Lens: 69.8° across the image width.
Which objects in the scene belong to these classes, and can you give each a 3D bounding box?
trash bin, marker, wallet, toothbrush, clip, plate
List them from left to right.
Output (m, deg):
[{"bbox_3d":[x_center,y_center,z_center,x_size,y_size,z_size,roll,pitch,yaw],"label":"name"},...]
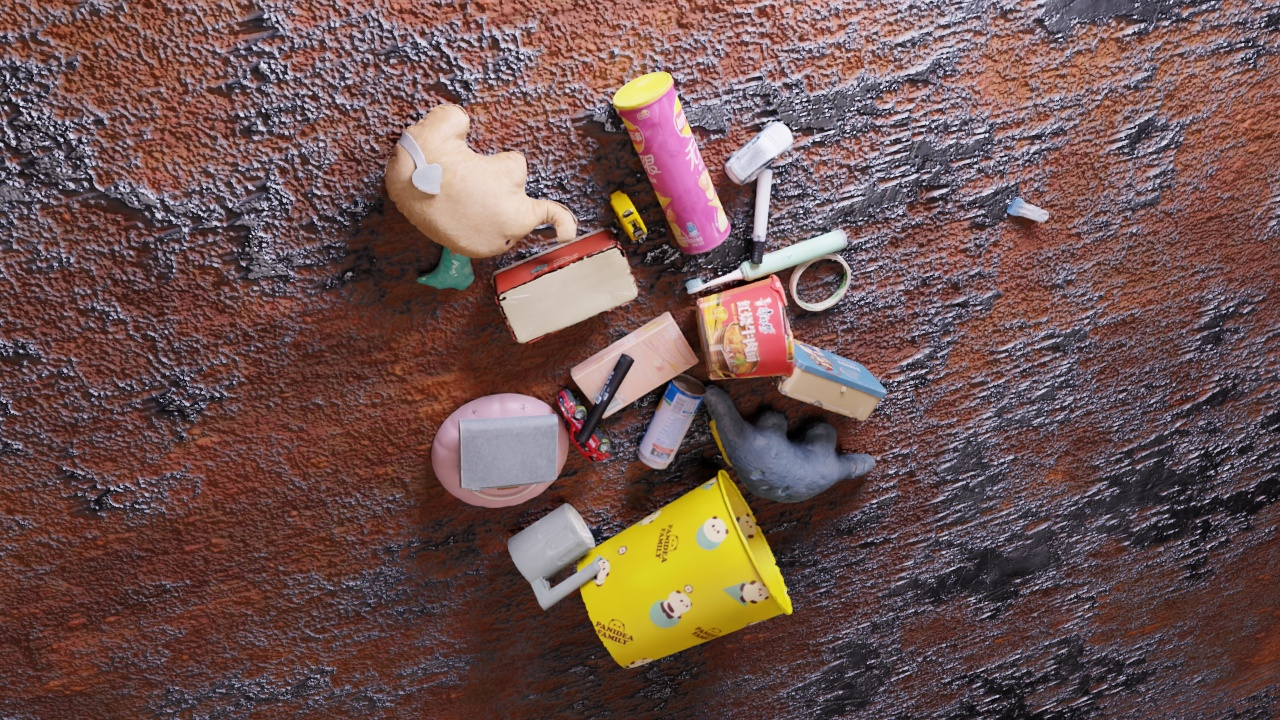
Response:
[{"bbox_3d":[-0.191,0.135,1.271,0.192,0.039,0.193,-8,124,-12],"label":"plate"},{"bbox_3d":[-0.176,0.123,1.221,0.129,0.037,0.107,-3,111,-17],"label":"wallet"},{"bbox_3d":[-0.046,0.051,1.222,0.022,0.020,0.132,18,103,-51],"label":"marker"},{"bbox_3d":[0.060,0.321,1.367,0.255,0.229,0.230,-27,126,9],"label":"trash bin"},{"bbox_3d":[0.153,-0.186,1.170,0.018,0.023,0.131,-19,122,-38],"label":"marker"},{"bbox_3d":[0.167,-0.127,1.216,0.224,0.026,0.027,-19,98,-4],"label":"toothbrush"},{"bbox_3d":[0.540,-0.208,1.280,0.057,0.029,0.025,15,115,-17],"label":"clip"}]

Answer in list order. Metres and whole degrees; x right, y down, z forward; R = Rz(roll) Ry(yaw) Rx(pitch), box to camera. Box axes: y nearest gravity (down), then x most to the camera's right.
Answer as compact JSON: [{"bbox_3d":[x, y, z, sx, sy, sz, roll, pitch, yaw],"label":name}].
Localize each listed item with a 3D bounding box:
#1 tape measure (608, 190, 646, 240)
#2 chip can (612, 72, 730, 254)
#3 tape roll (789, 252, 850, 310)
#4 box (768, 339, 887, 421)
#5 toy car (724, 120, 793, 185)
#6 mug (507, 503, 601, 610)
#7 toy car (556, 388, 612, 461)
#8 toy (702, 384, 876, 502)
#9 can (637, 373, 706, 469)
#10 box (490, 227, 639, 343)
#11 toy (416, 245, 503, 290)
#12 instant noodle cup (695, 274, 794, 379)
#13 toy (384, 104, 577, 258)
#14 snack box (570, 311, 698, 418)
[{"bbox_3d":[-0.017,-0.172,1.112,0.029,0.060,0.057,-30,131,4],"label":"tape measure"},{"bbox_3d":[0.041,-0.228,1.084,0.071,0.071,0.211,-27,126,2],"label":"chip can"},{"bbox_3d":[0.247,-0.108,1.259,0.085,0.014,0.086,-8,124,-12],"label":"tape roll"},{"bbox_3d":[0.266,0.028,1.310,0.184,0.089,0.060,15,116,-27],"label":"box"},{"bbox_3d":[0.144,-0.252,1.116,0.091,0.034,0.043,-39,96,9],"label":"toy car"},{"bbox_3d":[-0.122,0.285,1.342,0.103,0.124,0.083,-35,146,4],"label":"mug"},{"bbox_3d":[-0.081,0.092,1.268,0.045,0.053,0.120,-31,124,-1],"label":"toy car"},{"bbox_3d":[0.217,0.145,1.379,0.356,0.091,0.138,20,87,-28],"label":"toy"},{"bbox_3d":[0.043,0.088,1.302,0.053,0.053,0.135,13,118,-24],"label":"can"},{"bbox_3d":[-0.092,-0.087,1.134,0.168,0.076,0.091,-22,125,-1],"label":"box"},{"bbox_3d":[-0.213,-0.124,1.102,0.096,0.030,0.092,6,122,-23],"label":"toy"},{"bbox_3d":[0.135,-0.036,1.208,0.108,0.137,0.138,-10,125,0],"label":"instant noodle cup"},{"bbox_3d":[-0.181,-0.181,1.042,0.226,0.082,0.143,33,97,-32],"label":"toy"},{"bbox_3d":[-0.007,0.007,1.251,0.157,0.026,0.084,-31,125,4],"label":"snack box"}]
